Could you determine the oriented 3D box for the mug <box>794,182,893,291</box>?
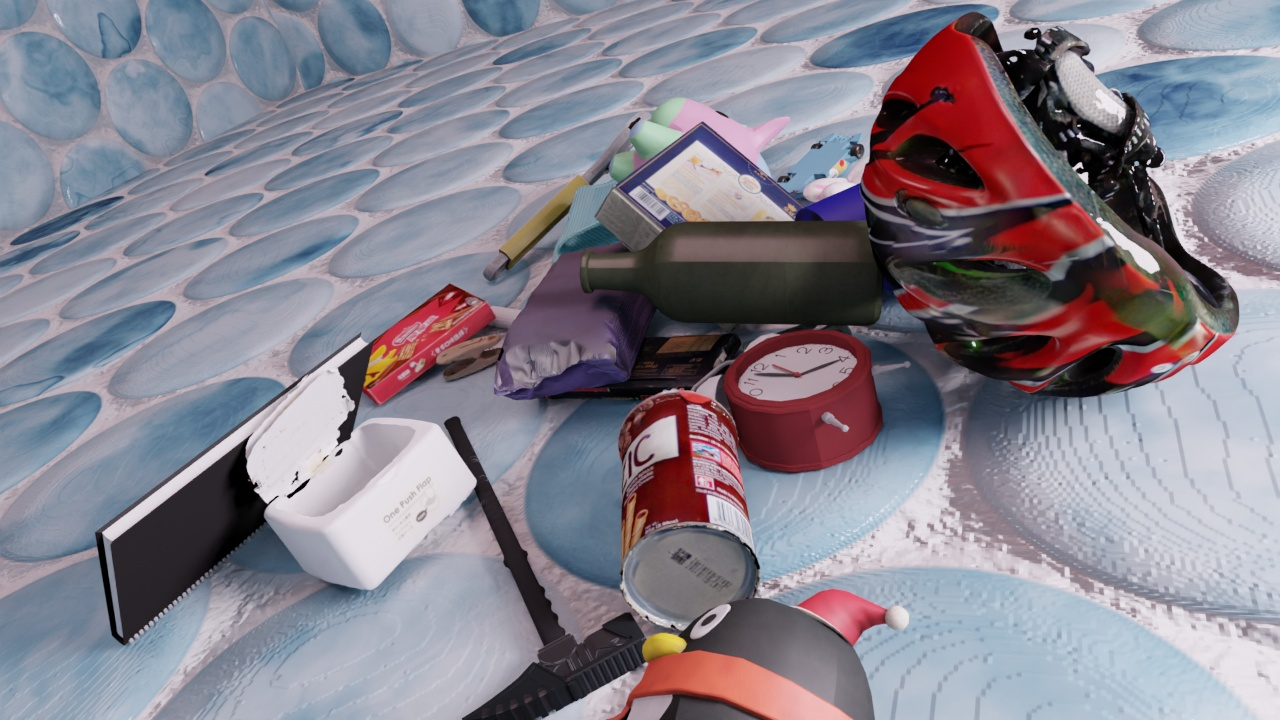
[{"bbox_3d":[0.181,-0.087,0.691,0.083,0.079,0.111,-25,40,-11],"label":"mug"}]

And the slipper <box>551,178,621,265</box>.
[{"bbox_3d":[-0.029,-0.163,0.973,0.116,0.069,0.275,-12,27,20],"label":"slipper"}]

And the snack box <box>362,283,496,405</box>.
[{"bbox_3d":[-0.206,-0.017,0.845,0.132,0.021,0.089,-40,33,-18],"label":"snack box"}]

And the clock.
[{"bbox_3d":[0.092,0.021,0.576,0.138,0.048,0.096,13,42,44],"label":"clock"}]

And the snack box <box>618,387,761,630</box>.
[{"bbox_3d":[0.023,0.077,0.494,0.072,0.072,0.121,-15,29,8],"label":"snack box"}]

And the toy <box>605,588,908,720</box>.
[{"bbox_3d":[0.041,0.137,0.340,0.099,0.098,0.118,30,52,-2],"label":"toy"}]

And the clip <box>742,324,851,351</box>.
[{"bbox_3d":[0.112,-0.011,0.653,0.076,0.023,0.047,-20,29,2],"label":"clip"}]

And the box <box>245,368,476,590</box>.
[{"bbox_3d":[-0.193,0.060,0.586,0.103,0.130,0.109,2,36,43],"label":"box"}]

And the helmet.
[{"bbox_3d":[0.222,-0.082,0.525,0.167,0.217,0.271,-45,15,28],"label":"helmet"}]

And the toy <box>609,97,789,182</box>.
[{"bbox_3d":[0.059,-0.166,0.883,0.171,0.120,0.221,13,54,-24],"label":"toy"}]

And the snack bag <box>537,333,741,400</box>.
[{"bbox_3d":[-0.004,0.004,0.701,0.155,0.018,0.074,-1,33,31],"label":"snack bag"}]

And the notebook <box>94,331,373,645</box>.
[{"bbox_3d":[-0.263,0.084,0.614,0.016,0.149,0.206,36,46,6],"label":"notebook"}]

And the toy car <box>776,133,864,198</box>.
[{"bbox_3d":[0.183,-0.190,0.928,0.107,0.027,0.060,-45,36,-24],"label":"toy car"}]

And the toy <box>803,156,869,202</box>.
[{"bbox_3d":[0.220,-0.169,0.855,0.125,0.037,0.076,-19,24,-6],"label":"toy"}]

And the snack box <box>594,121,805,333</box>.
[{"bbox_3d":[0.061,-0.114,0.756,0.144,0.144,0.043,-45,-6,-41],"label":"snack box"}]

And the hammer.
[{"bbox_3d":[-0.095,0.106,0.579,0.095,0.015,0.325,-26,27,-11],"label":"hammer"}]

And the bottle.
[{"bbox_3d":[0.061,-0.061,0.638,0.207,0.071,0.071,2,32,12],"label":"bottle"}]

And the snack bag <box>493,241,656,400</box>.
[{"bbox_3d":[-0.044,-0.037,0.723,0.096,0.058,0.205,-10,25,16],"label":"snack bag"}]

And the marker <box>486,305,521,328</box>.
[{"bbox_3d":[-0.127,-0.040,0.859,0.146,0.019,0.019,10,39,44],"label":"marker"}]

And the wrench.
[{"bbox_3d":[-0.078,-0.183,1.018,0.272,0.018,0.084,-48,-2,-22],"label":"wrench"}]

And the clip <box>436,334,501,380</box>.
[{"bbox_3d":[-0.149,-0.005,0.799,0.062,0.047,0.025,7,26,-10],"label":"clip"}]
